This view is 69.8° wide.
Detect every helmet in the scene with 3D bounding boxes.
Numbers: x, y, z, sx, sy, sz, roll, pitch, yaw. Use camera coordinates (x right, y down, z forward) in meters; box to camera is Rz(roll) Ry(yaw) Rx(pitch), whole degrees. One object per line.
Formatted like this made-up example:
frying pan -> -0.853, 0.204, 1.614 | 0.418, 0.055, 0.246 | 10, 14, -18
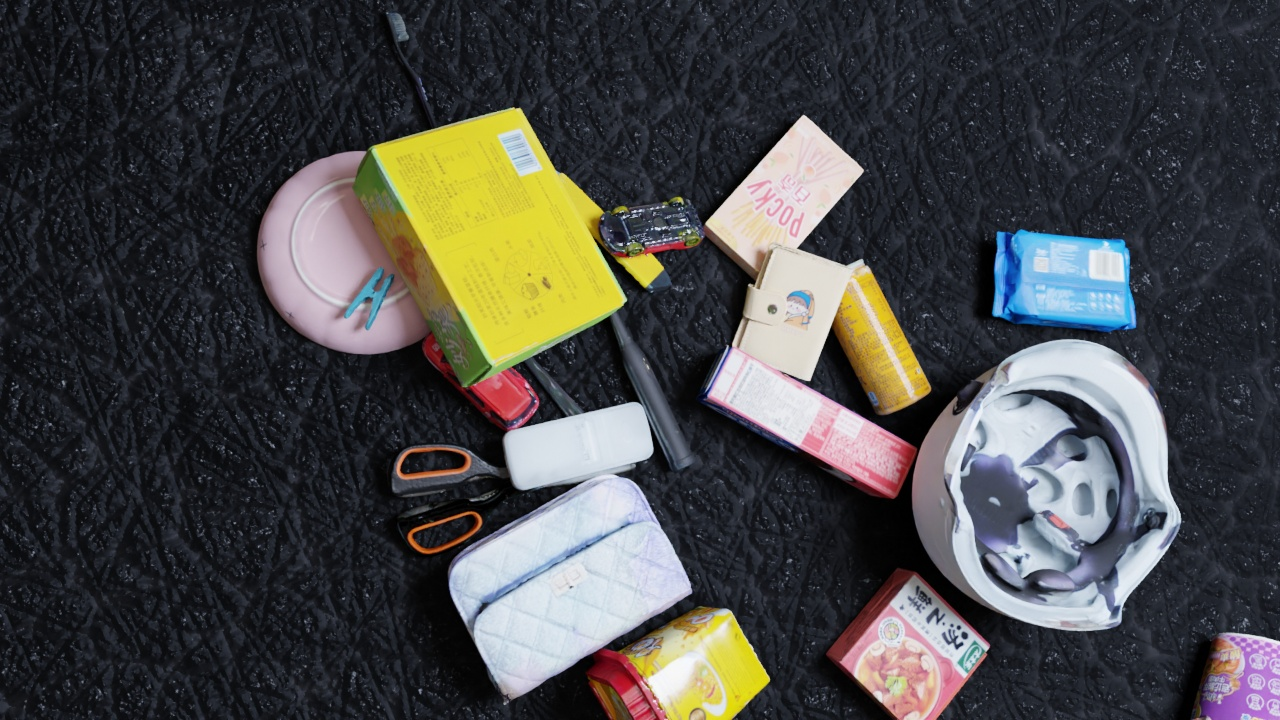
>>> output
helmet -> 0.356, 0.115, 0.854 | 0.229, 0.146, 0.258 | 30, 71, -7

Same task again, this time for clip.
clip -> -0.236, -0.056, 0.804 | 0.040, 0.014, 0.056 | 28, 79, -5

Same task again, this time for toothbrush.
toothbrush -> -0.005, 0.005, 0.870 | 0.027, 0.026, 0.212 | -28, 86, 34
toothbrush -> -0.100, 0.004, 0.859 | 0.015, 0.018, 0.181 | -41, 92, -15
toothbrush -> -0.204, -0.247, 0.874 | 0.016, 0.014, 0.189 | -21, 87, -23

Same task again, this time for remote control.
remote control -> -0.057, 0.078, 0.840 | 0.135, 0.020, 0.056 | -13, 85, -16

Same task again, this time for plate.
plate -> -0.251, -0.103, 0.835 | 0.192, 0.039, 0.192 | 1, 83, -9

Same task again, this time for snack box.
snack box -> 0.156, 0.058, 0.873 | 0.207, 0.057, 0.058 | 29, 82, -5
snack box -> 0.142, -0.159, 0.912 | 0.084, 0.026, 0.157 | 42, 78, -2
snack box -> 0.261, 0.282, 0.869 | 0.127, 0.044, 0.113 | 44, 79, -2
snack box -> -0.132, -0.103, 0.812 | 0.157, 0.070, 0.210 | -28, 88, -35

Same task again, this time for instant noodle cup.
instant noodle cup -> 0.600, 0.325, 0.892 | 0.111, 0.112, 0.099 | 22, 73, -6
instant noodle cup -> 0.035, 0.282, 0.804 | 0.123, 0.116, 0.116 | -29, 88, -23

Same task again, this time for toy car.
toy car -> 0.009, -0.125, 0.875 | 0.106, 0.031, 0.049 | -13, 69, -26
toy car -> -0.145, 0.011, 0.837 | 0.120, 0.045, 0.053 | 43, 77, 0

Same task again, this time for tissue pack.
tissue pack -> 0.429, -0.079, 0.936 | 0.157, 0.052, 0.095 | 4, 80, -9

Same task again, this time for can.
can -> 0.224, -0.022, 0.893 | 0.058, 0.058, 0.146 | -26, 88, -11

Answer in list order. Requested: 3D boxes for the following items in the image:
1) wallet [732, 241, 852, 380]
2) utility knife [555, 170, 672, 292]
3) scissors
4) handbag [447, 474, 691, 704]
wallet -> 0.140, -0.048, 0.874 | 0.087, 0.024, 0.115 | 21, 109, 11
utility knife -> -0.048, -0.140, 0.884 | 0.207, 0.015, 0.033 | 45, 58, -1
scissors -> -0.115, 0.124, 0.845 | 0.233, 0.022, 0.162 | 15, 88, -14
handbag -> -0.066, 0.195, 0.810 | 0.193, 0.076, 0.134 | -29, 93, -10
